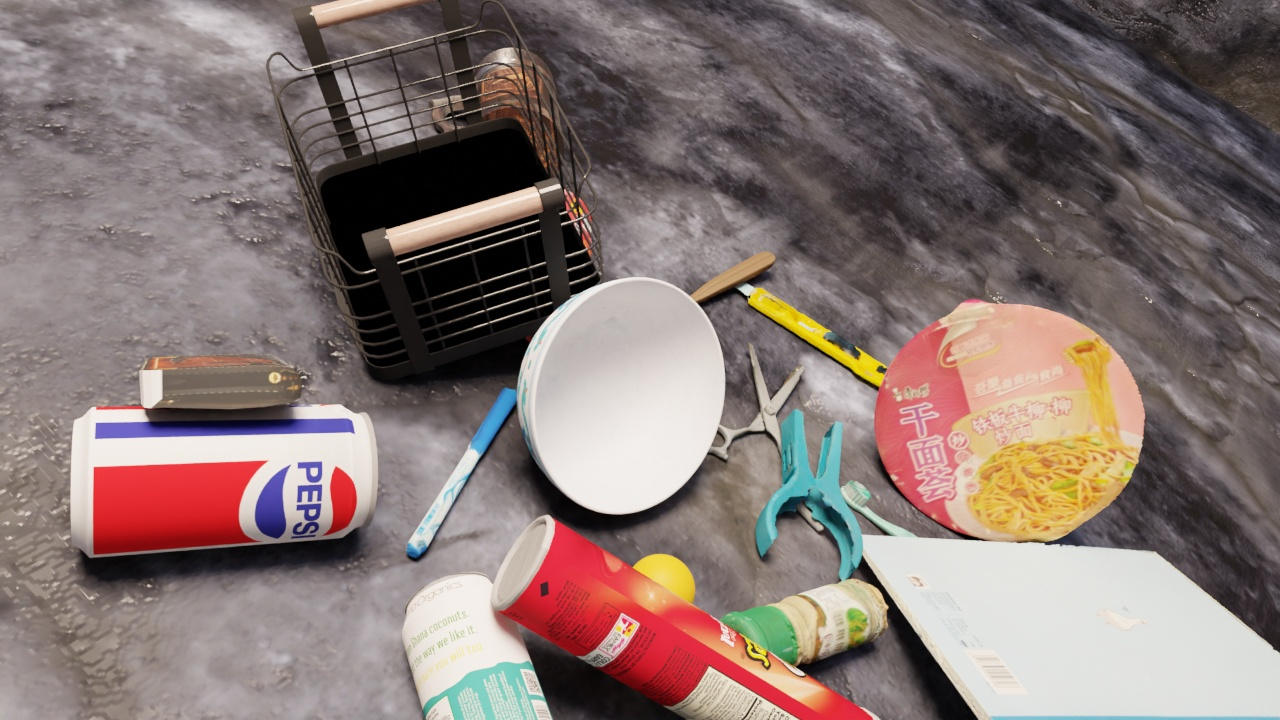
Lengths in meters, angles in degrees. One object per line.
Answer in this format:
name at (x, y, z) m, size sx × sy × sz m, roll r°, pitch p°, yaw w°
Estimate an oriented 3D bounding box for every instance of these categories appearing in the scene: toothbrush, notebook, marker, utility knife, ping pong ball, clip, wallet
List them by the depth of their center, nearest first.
wallet at (-0.218, 0.010, 0.476) m, size 0.072 × 0.019 × 0.123 m, roll -3°, pitch 4°, yaw -26°
ping pong ball at (0.011, 0.131, 0.525) m, size 0.040 × 0.040 × 0.040 m, roll 16°, pitch 42°, yaw -15°
marker at (-0.104, 0.064, 0.552) m, size 0.013 × 0.013 × 0.141 m, roll 27°, pitch 40°, yaw -2°
notebook at (0.282, 0.168, 0.577) m, size 0.253 × 0.009 × 0.181 m, roll 6°, pitch 22°, yaw -15°
clip at (0.133, 0.099, 0.625) m, size 0.121 × 0.031 × 0.129 m, roll 31°, pitch 47°, yaw 11°
toothbrush at (0.195, 0.134, 0.645) m, size 0.135 × 0.017 × 0.022 m, roll 43°, pitch 46°, yaw 17°
toothbrush at (0.064, -0.063, 0.770) m, size 0.016 × 0.016 × 0.166 m, roll 40°, pitch 45°, yaw 22°
utility knife at (0.148, -0.024, 0.788) m, size 0.165 × 0.017 × 0.030 m, roll 31°, pitch 35°, yaw 9°

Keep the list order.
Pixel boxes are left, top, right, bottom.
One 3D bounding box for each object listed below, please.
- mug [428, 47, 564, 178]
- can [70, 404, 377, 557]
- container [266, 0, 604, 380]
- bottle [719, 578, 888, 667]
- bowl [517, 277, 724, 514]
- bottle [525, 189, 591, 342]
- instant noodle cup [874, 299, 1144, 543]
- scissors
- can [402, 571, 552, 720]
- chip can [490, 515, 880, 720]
mug at (-0.126, -0.206, 0.785) m, size 0.116 × 0.080 × 0.107 m, roll -8°, pitch 45°, yaw -1°
can at (-0.205, 0.057, 0.457) m, size 0.132 × 0.070 × 0.070 m, roll 1°, pitch 47°, yaw -29°
container at (-0.133, -0.123, 0.596) m, size 0.162 × 0.130 × 0.241 m, roll -19°, pitch 55°, yaw -12°
bottle at (0.097, 0.160, 0.545) m, size 0.110 × 0.043 × 0.043 m, roll -5°, pitch 50°, yaw -35°
bowl at (-0.025, 0.018, 0.581) m, size 0.143 × 0.144 × 0.074 m, roll -9°, pitch 13°, yaw -36°
bottle at (-0.067, -0.066, 0.672) m, size 0.062 × 0.062 × 0.137 m, roll 15°, pitch 41°, yaw -16°
instant noodle cup at (0.269, 0.037, 0.685) m, size 0.178 × 0.179 × 0.077 m, roll 35°, pitch 24°, yaw 7°
scissors at (0.103, 0.053, 0.682) m, size 0.141 × 0.014 × 0.162 m, roll -20°, pitch 60°, yaw -38°
can at (-0.077, 0.156, 0.437) m, size 0.054 × 0.055 × 0.101 m, roll -4°, pitch 50°, yaw -33°
chip can at (0.028, 0.153, 0.462) m, size 0.214 × 0.052 × 0.051 m, roll 35°, pitch 38°, yaw -15°
